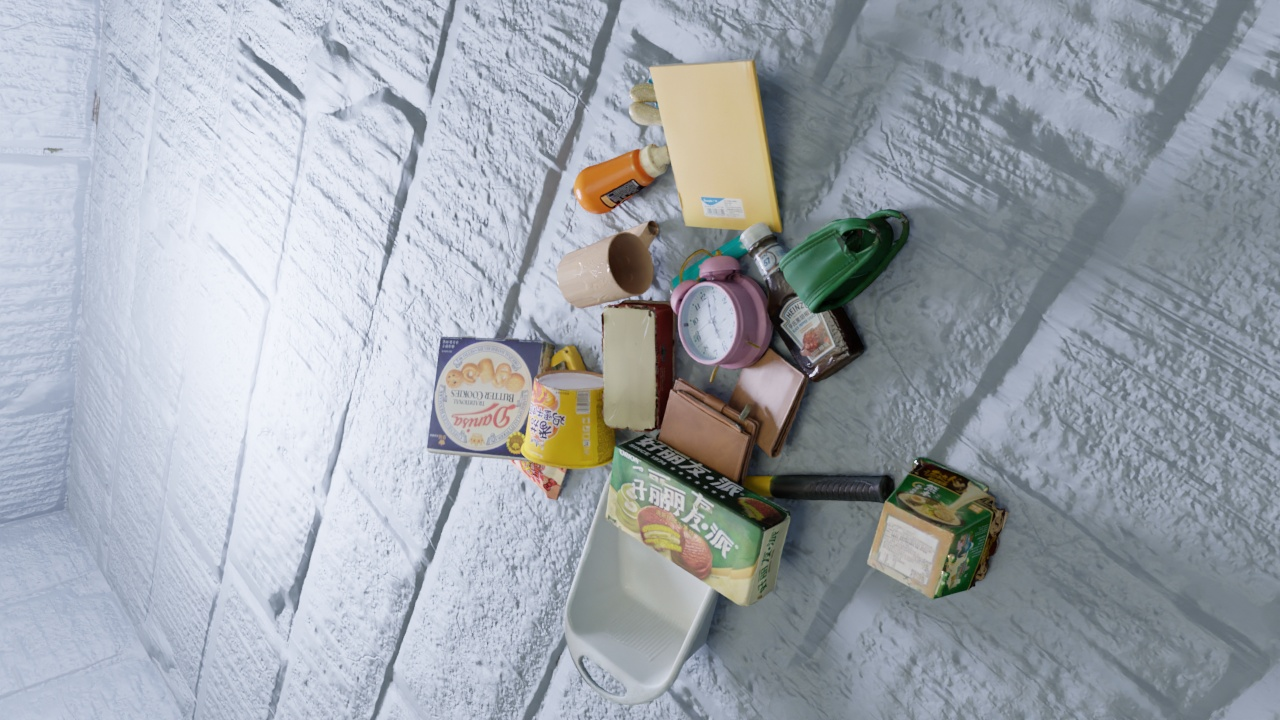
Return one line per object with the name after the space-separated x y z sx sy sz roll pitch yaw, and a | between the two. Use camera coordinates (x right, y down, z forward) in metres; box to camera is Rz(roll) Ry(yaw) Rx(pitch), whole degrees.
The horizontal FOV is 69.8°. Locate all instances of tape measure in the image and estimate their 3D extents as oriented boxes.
-0.109 0.012 1.356 0.057 0.028 0.060 -31 77 42 | tape measure

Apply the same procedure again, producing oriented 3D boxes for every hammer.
0.169 0.155 1.133 0.301 0.032 0.129 -5 96 42 | hammer

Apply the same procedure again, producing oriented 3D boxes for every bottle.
0.180 -0.073 1.066 0.080 0.043 0.195 -41 73 38 | bottle
-0.018 -0.245 1.207 0.150 0.066 0.066 -20 85 35 | bottle

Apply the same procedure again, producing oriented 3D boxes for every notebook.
0.090 -0.250 1.085 0.146 0.010 0.206 11 129 39 | notebook

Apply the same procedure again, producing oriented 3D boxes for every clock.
0.094 -0.063 1.130 0.117 0.059 0.158 -40 63 44 | clock

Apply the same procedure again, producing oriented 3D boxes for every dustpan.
-0.008 0.321 1.237 0.223 0.142 0.258 25 126 36 | dustpan

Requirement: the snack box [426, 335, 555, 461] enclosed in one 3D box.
-0.227 0.057 1.391 0.178 0.045 0.182 2 82 21 | snack box

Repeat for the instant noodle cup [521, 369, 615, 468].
-0.097 0.077 1.284 0.138 0.137 0.110 15 108 39 | instant noodle cup

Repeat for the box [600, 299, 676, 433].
-0.007 0.007 1.217 0.091 0.080 0.168 5 101 26 | box

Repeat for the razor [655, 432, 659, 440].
0.009 0.151 1.277 0.043 0.028 0.133 35 123 -5 | razor

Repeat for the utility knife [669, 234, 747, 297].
0.089 -0.119 1.165 0.152 0.013 0.029 -31 80 39 | utility knife

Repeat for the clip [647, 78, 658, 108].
0.026 -0.334 1.173 0.014 0.047 0.057 -17 92 40 | clip

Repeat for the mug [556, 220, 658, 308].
-0.040 -0.131 1.217 0.104 0.124 0.084 -12 130 43 | mug

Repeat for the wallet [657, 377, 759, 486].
0.083 0.090 1.149 0.131 0.035 0.119 31 119 33 | wallet

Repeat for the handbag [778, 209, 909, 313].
0.219 -0.109 0.971 0.120 0.131 0.068 -39 76 36 | handbag

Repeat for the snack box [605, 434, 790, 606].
0.065 0.193 1.140 0.240 0.063 0.115 26 120 36 | snack box

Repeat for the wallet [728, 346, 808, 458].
0.153 0.045 1.119 0.101 0.020 0.115 45 123 46 | wallet

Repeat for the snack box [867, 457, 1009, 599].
0.303 0.183 0.968 0.118 0.105 0.118 25 113 37 | snack box

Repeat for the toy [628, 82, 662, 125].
0.055 -0.309 1.121 0.157 0.066 0.105 17 92 31 | toy

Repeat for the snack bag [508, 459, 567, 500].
-0.187 0.114 1.432 0.208 0.073 0.129 35 119 24 | snack bag
